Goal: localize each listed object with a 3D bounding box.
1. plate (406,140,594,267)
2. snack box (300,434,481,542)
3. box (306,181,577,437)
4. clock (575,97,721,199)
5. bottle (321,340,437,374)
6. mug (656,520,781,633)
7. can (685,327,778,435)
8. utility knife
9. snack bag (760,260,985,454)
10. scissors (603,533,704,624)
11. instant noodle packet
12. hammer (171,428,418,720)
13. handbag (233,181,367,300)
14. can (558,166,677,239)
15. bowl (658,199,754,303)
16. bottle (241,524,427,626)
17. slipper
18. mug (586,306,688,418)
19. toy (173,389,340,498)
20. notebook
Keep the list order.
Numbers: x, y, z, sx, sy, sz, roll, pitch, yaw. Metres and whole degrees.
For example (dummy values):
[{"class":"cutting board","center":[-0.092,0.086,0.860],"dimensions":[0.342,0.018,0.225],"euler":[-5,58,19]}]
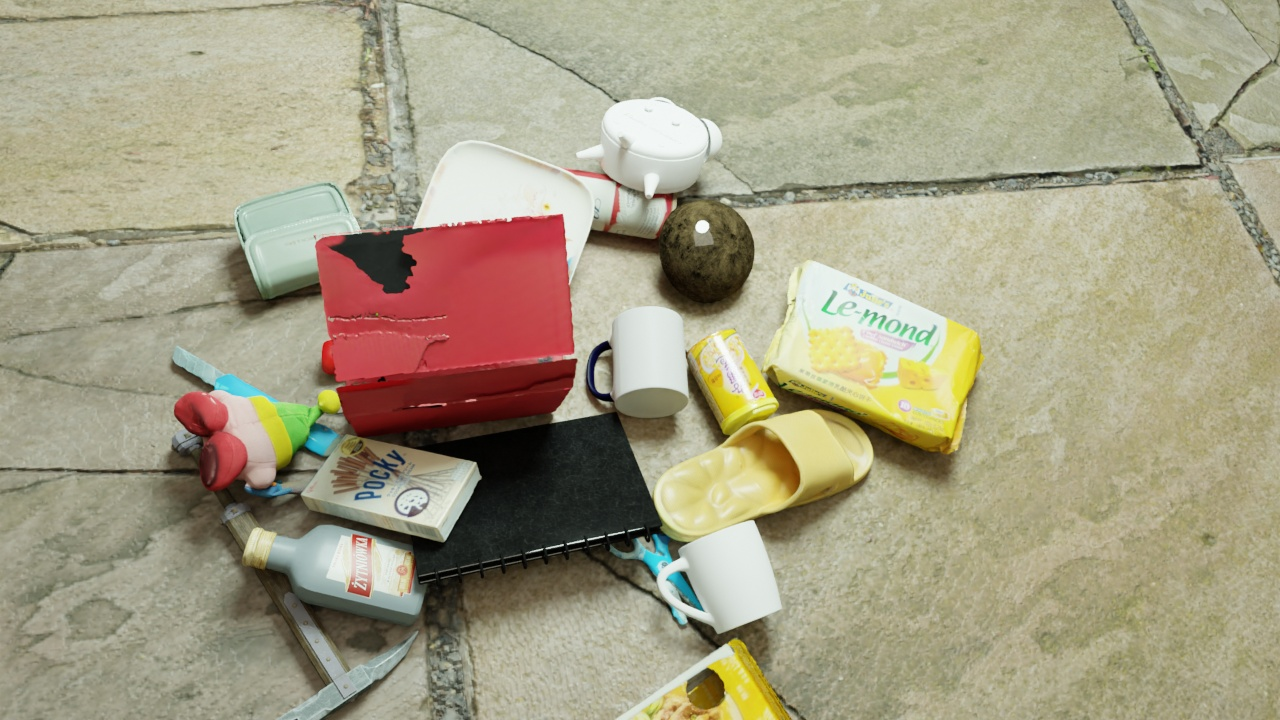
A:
[{"class":"plate","center":[-0.158,-0.142,1.034],"dimensions":[0.187,0.016,0.187],"euler":[20,87,1]},{"class":"snack box","center":[-0.237,0.120,0.878],"dimensions":[0.150,0.026,0.081],"euler":[10,47,17]},{"class":"box","center":[-0.169,-0.014,0.836],"dimensions":[0.211,0.316,0.124],"euler":[-7,55,-13]},{"class":"clock","center":[0.017,-0.259,1.073],"dimensions":[0.125,0.073,0.160],"euler":[32,45,20]},{"class":"bottle","center":[-0.272,-0.003,0.968],"dimensions":[0.119,0.036,0.036],"euler":[0,63,-10]},{"class":"mug","center":[0.075,0.217,0.891],"dimensions":[0.114,0.081,0.087],"euler":[-17,73,-16]},{"class":"can","center":[0.099,0.023,1.003],"dimensions":[0.067,0.068,0.105],"euler":[-19,67,-19]},{"class":"utility knife","center":[-0.391,0.042,0.935],"dimensions":[0.209,0.015,0.031],"euler":[31,61,3]},{"class":"snack bag","center":[0.264,0.001,1.043],"dimensions":[0.247,0.068,0.159],"euler":[25,60,3]},{"class":"scissors","center":[0.029,0.200,0.930],"dimensions":[0.090,0.014,0.141],"euler":[-34,71,-26]},{"class":"instant noodle packet","center":[0.039,0.377,0.808],"dimensions":[0.221,0.084,0.163],"euler":[-29,69,-15]},{"class":"hammer","center":[-0.350,0.184,0.862],"dimensions":[0.146,0.028,0.317],"euler":[-30,72,-31]},{"class":"handbag","center":[-0.369,-0.131,1.001],"dimensions":[0.121,0.067,0.106],"euler":[-20,69,-19]},{"class":"can","center":[-0.045,-0.187,1.087],"dimensions":[0.170,0.067,0.067],"euler":[8,62,-6]},{"class":"bowl","center":[0.087,-0.130,1.056],"dimensions":[0.121,0.056,0.121],"euler":[3,84,-30]},{"class":"bottle","center":[-0.277,0.190,0.841],"dimensions":[0.161,0.046,0.072],"euler":[18,47,-14]},{"class":"slipper","center":[0.134,0.109,0.958],"dimensions":[0.263,0.079,0.099],"euler":[-19,64,-21]},{"class":"mug","center":[-0.006,0.006,0.995],"dimensions":[0.112,0.078,0.096],"euler":[-11,62,16]},{"class":"toy","center":[-0.356,0.073,0.879],"dimensions":[0.097,0.131,0.124],"euler":[-40,72,21]},{"class":"notebook","center":[-0.111,0.131,0.904],"dimensions":[0.231,0.019,0.169],"euler":[-9,43,-15]}]
